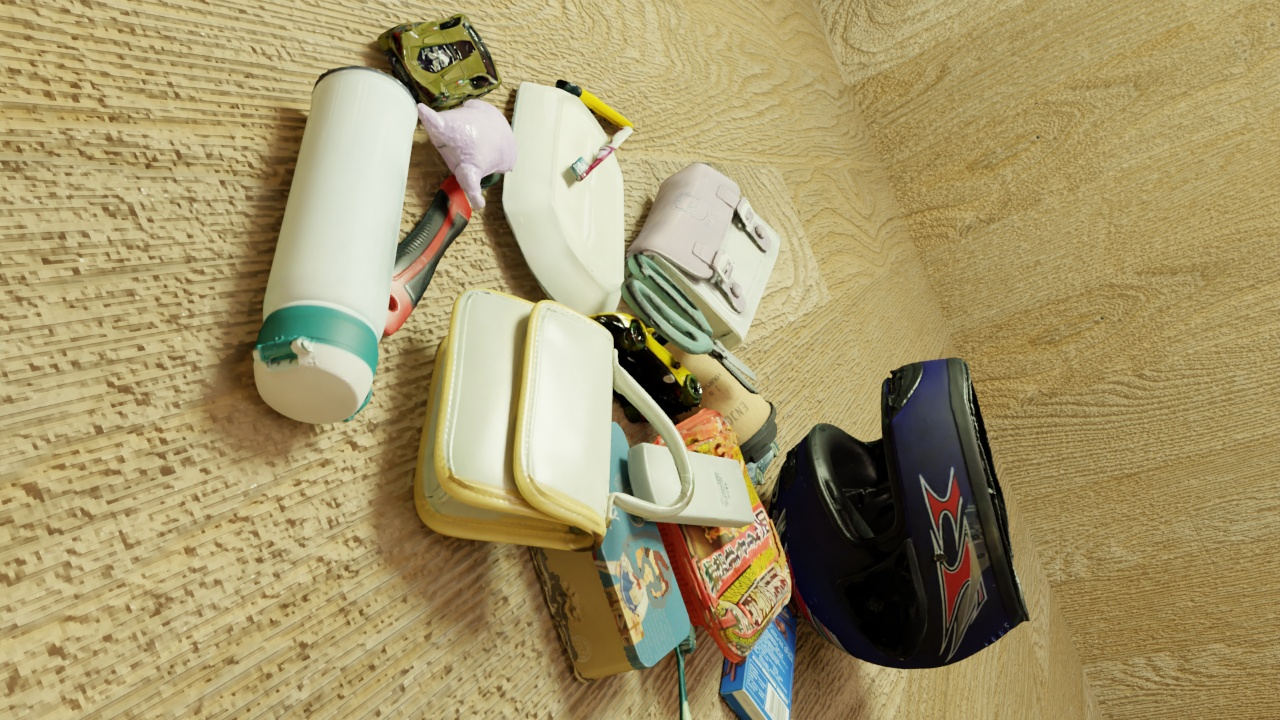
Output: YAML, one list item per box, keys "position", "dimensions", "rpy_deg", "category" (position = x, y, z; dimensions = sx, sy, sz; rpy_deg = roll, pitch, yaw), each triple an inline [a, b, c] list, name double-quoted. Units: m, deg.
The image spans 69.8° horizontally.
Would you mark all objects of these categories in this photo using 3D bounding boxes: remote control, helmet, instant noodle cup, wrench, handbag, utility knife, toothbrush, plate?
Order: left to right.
- position: [-0.145, -0.108, 0.671]
  dimensions: [0.056, 0.016, 0.272]
  rpy_deg: [48, 32, -28]
  category: "wrench"
- position: [-0.046, 0.039, 0.595]
  dimensions: [0.178, 0.063, 0.163]
  rpy_deg: [12, 52, -16]
  category: "handbag"
- position: [-0.057, -0.149, 0.826]
  dimensions: [0.162, 0.034, 0.265]
  rpy_deg: [49, 29, -40]
  category: "plate"
- position: [-0.042, -0.261, 0.958]
  dimensions: [0.033, 0.015, 0.173]
  rpy_deg: [29, 9, 21]
  category: "utility knife"
- position: [-0.035, -0.198, 0.855]
  dimensions: [0.017, 0.016, 0.187]
  rpy_deg: [51, 26, -13]
  category: "toothbrush"
- position: [0.040, 0.098, 0.703]
  dimensions: [0.135, 0.019, 0.056]
  rpy_deg: [16, 54, -50]
  category: "remote control"
- position: [0.038, 0.276, 0.655]
  dimensions: [0.016, 0.018, 0.191]
  rpy_deg: [38, 38, -47]
  category: "toothbrush"
- position: [0.063, -0.107, 0.963]
  dimensions: [0.145, 0.099, 0.196]
  rpy_deg: [44, 39, -15]
  category: "handbag"
- position: [0.051, 0.145, 0.779]
  dimensions: [0.164, 0.079, 0.189]
  rpy_deg: [-18, 86, -63]
  category: "instant noodle cup"
- position: [0.251, 0.164, 0.949]
  dimensions: [0.246, 0.241, 0.315]
  rpy_deg: [-59, 133, -63]
  category: "helmet"

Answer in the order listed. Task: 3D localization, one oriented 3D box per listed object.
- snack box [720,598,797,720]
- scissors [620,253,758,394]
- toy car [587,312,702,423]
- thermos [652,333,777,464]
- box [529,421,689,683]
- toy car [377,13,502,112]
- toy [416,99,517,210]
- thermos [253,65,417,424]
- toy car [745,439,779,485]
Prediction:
- position: [0.115, 0.272, 0.864]
  dimensions: [0.084, 0.026, 0.156]
  rpy_deg: [56, 29, -24]
  category: "snack box"
- position: [0.043, -0.038, 0.827]
  dimensions: [0.177, 0.019, 0.169]
  rpy_deg: [33, 21, -30]
  category: "scissors"
- position: [-0.005, 0.005, 0.788]
  dimensions: [0.156, 0.071, 0.041]
  rpy_deg: [43, 38, -40]
  category: "toy car"
- position: [0.064, 0.033, 0.886]
  dimensions: [0.143, 0.093, 0.092]
  rpy_deg: [53, 29, -14]
  category: "thermos"
- position: [-0.031, 0.129, 0.659]
  dimensions: [0.089, 0.062, 0.184]
  rpy_deg: [-14, 85, -64]
  category: "box"
- position: [-0.152, -0.239, 0.730]
  dimensions: [0.070, 0.042, 0.157]
  rpy_deg: [61, 25, -16]
  category: "toy car"
- position: [-0.123, -0.163, 0.694]
  dimensions: [0.084, 0.039, 0.107]
  rpy_deg: [63, 21, -15]
  category: "toy"
- position: [-0.174, -0.070, 0.535]
  dimensions: [0.073, 0.073, 0.223]
  rpy_deg: [38, 39, -45]
  category: "thermos"
- position: [0.104, 0.104, 0.939]
  dimensions: [0.037, 0.054, 0.120]
  rpy_deg: [68, 26, -5]
  category: "toy car"
